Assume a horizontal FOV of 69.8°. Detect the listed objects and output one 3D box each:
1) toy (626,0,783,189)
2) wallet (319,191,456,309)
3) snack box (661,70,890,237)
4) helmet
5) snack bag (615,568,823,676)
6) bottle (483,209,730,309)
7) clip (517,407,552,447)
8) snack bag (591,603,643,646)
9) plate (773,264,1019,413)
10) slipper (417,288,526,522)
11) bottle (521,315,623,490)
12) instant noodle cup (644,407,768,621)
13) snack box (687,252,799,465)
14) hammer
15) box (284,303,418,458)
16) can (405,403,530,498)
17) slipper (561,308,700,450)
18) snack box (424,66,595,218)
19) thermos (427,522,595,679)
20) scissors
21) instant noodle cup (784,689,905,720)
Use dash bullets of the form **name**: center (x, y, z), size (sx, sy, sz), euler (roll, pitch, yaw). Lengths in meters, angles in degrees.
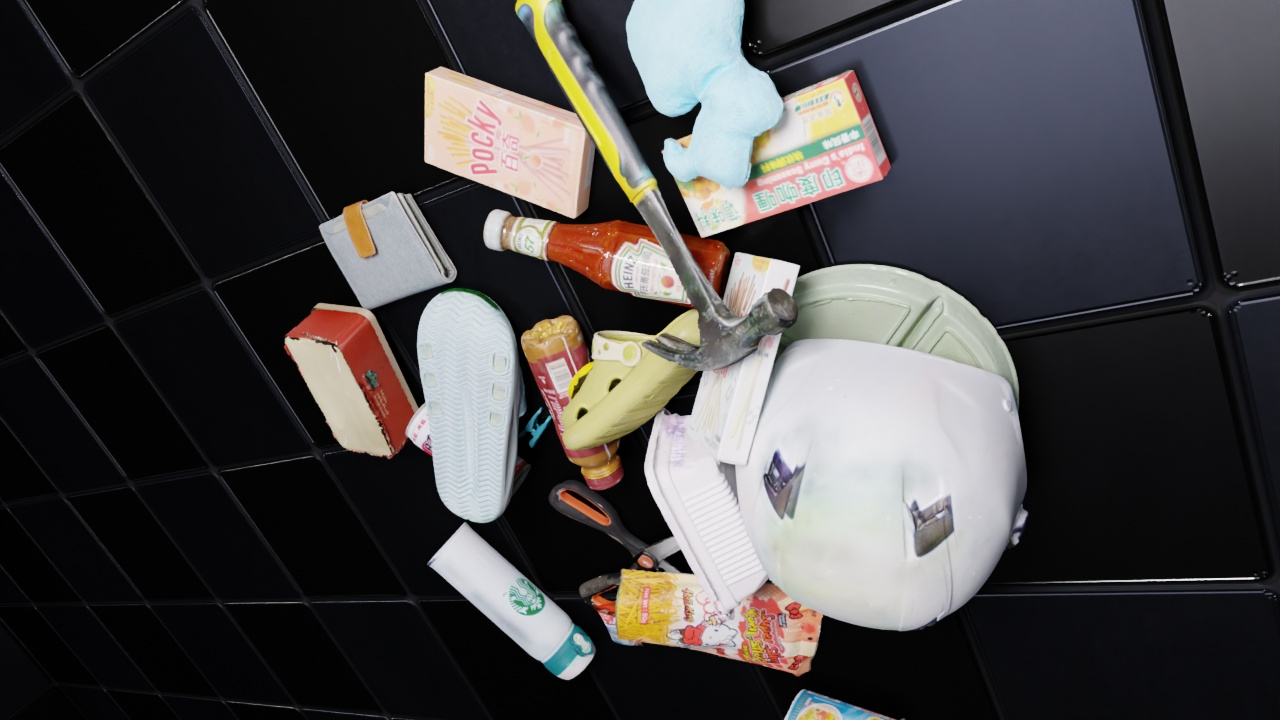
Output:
- **toy**: center (0.040, -0.212, 0.653), size (0.156, 0.049, 0.162), euler (40, 127, 18)
- **wallet**: center (-0.258, -0.109, 0.914), size (0.130, 0.036, 0.106), euler (-12, 116, 37)
- **snack box**: center (0.098, -0.150, 0.685), size (0.156, 0.026, 0.077), euler (-14, 113, 36)
- **helmet**: center (0.173, 0.118, 0.709), size (0.229, 0.145, 0.259), euler (15, 128, 22)
- **snack bag**: center (0.081, 0.268, 0.954), size (0.208, 0.073, 0.129), euler (8, 125, 10)
- **bottle**: center (-0.031, -0.090, 0.763), size (0.206, 0.059, 0.060), euler (13, 127, 12)
- **clip**: center (-0.110, 0.071, 0.966), size (0.046, 0.014, 0.057), euler (39, 133, 4)
- **snack bag**: center (-0.025, 0.305, 1.056), size (0.048, 0.026, 0.104), euler (14, 147, 19)
- **plate**: center (0.188, 0.029, 0.756), size (0.230, 0.027, 0.231), euler (16, 128, 21)
- **slipper**: center (-0.163, 0.047, 0.938), size (0.104, 0.074, 0.246), euler (6, 107, 17)
- **bottle**: center (-0.060, 0.045, 0.890), size (0.058, 0.057, 0.175), euler (-3, 119, 31)
- **instant noodle cup**: center (0.070, 0.131, 0.835), size (0.060, 0.137, 0.173), euler (-23, 109, 16)
- **snack box**: center (0.078, -0.004, 0.715), size (0.027, 0.085, 0.157), euler (12, 97, -15)
- **hammer**: center (-0.008, -0.138, 0.684), size (0.126, 0.031, 0.323), euler (-36, 80, 45)
- **box**: center (-0.316, 0.029, 1.000), size (0.091, 0.077, 0.168), euler (7, 132, 26)
- **can**: center (-0.189, 0.099, 1.005), size (0.133, 0.053, 0.053), euler (33, 132, 6)
- **slipper**: center (-0.005, 0.005, 0.814), size (0.191, 0.091, 0.081), euler (-43, 70, 27)
- **snack box**: center (-0.114, -0.186, 0.784), size (0.157, 0.026, 0.085), euler (22, 130, 15)
- **thermos**: center (-0.150, 0.293, 1.107), size (0.224, 0.073, 0.073), euler (42, 132, -2)
- **scissors**: center (-0.010, 0.218, 1.003), size (0.230, 0.021, 0.222), euler (33, 132, 4)
- **instant noodle cup**: center (0.208, 0.399, 0.959), size (0.110, 0.099, 0.099), euler (17, 128, 31)
